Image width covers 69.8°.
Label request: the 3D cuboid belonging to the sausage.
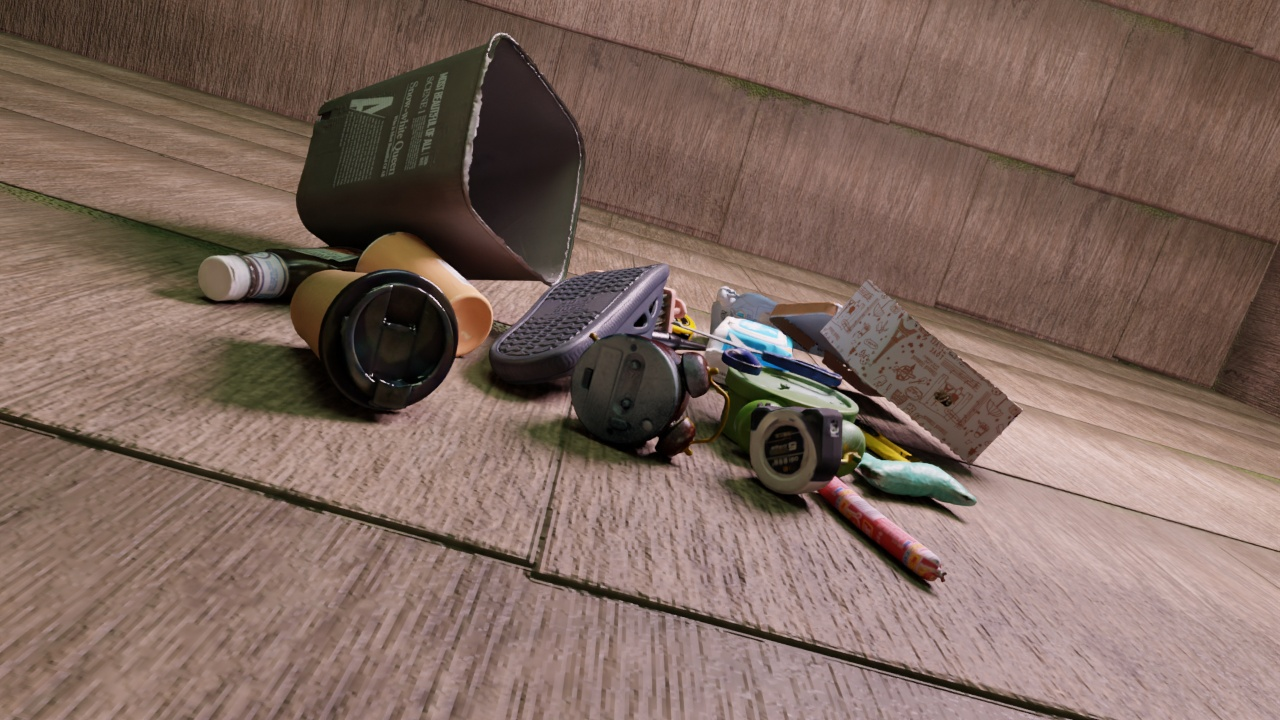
[{"bbox_3d":[0.161,0.113,0.643,0.020,0.020,0.156,11,14,-25],"label":"sausage"}]

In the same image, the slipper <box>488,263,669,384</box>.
[{"bbox_3d":[-0.048,-0.021,0.836,0.111,0.083,0.267,-3,21,23],"label":"slipper"}]

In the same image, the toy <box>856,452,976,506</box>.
[{"bbox_3d":[0.219,0.096,0.770,0.091,0.030,0.096,13,7,-25],"label":"toy"}]

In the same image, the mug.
[{"bbox_3d":[-0.185,-0.055,0.802,0.078,0.078,0.123,3,23,-48],"label":"mug"}]

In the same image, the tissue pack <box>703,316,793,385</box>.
[{"bbox_3d":[0.119,-0.006,1.000,0.090,0.063,0.140,20,13,7],"label":"tissue pack"}]

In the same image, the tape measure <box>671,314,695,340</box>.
[{"bbox_3d":[0.038,-0.042,1.128,0.057,0.029,0.060,15,29,-23],"label":"tape measure"}]

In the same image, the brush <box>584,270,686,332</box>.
[{"bbox_3d":[-0.020,-0.070,1.093,0.146,0.063,0.072,19,25,35],"label":"brush"}]

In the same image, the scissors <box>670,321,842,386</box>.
[{"bbox_3d":[0.101,-0.006,0.836,0.176,0.012,0.162,19,13,14],"label":"scissors"}]

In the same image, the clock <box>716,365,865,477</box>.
[{"bbox_3d":[0.127,0.052,0.778,0.116,0.056,0.161,14,13,-11],"label":"clock"}]

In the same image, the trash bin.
[{"bbox_3d":[-0.198,-0.183,0.913,0.220,0.198,0.198,-2,-23,23],"label":"trash bin"}]

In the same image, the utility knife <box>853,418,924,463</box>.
[{"bbox_3d":[0.235,0.082,0.880,0.033,0.015,0.154,8,15,-26],"label":"utility knife"}]

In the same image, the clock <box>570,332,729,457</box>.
[{"bbox_3d":[0.006,0.025,0.681,0.122,0.082,0.055,18,6,17],"label":"clock"}]

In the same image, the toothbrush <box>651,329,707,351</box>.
[{"bbox_3d":[0.026,-0.022,1.034,0.212,0.027,0.026,6,37,-39],"label":"toothbrush"}]

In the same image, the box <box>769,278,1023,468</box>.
[{"bbox_3d":[0.266,-0.002,1.001,0.178,0.106,0.272,36,0,-19],"label":"box"}]

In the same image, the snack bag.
[{"bbox_3d":[0.180,-0.042,1.157,0.191,0.038,0.110,15,-21,12],"label":"snack bag"}]

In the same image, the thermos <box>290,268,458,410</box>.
[{"bbox_3d":[-0.190,-0.022,0.632,0.093,0.093,0.143,7,7,-38],"label":"thermos"}]

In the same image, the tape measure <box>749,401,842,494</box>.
[{"bbox_3d":[0.114,0.066,0.677,0.066,0.066,0.033,3,-1,44],"label":"tape measure"}]

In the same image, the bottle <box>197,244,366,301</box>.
[{"bbox_3d":[-0.301,-0.077,0.806,0.080,0.044,0.194,14,12,17],"label":"bottle"}]
